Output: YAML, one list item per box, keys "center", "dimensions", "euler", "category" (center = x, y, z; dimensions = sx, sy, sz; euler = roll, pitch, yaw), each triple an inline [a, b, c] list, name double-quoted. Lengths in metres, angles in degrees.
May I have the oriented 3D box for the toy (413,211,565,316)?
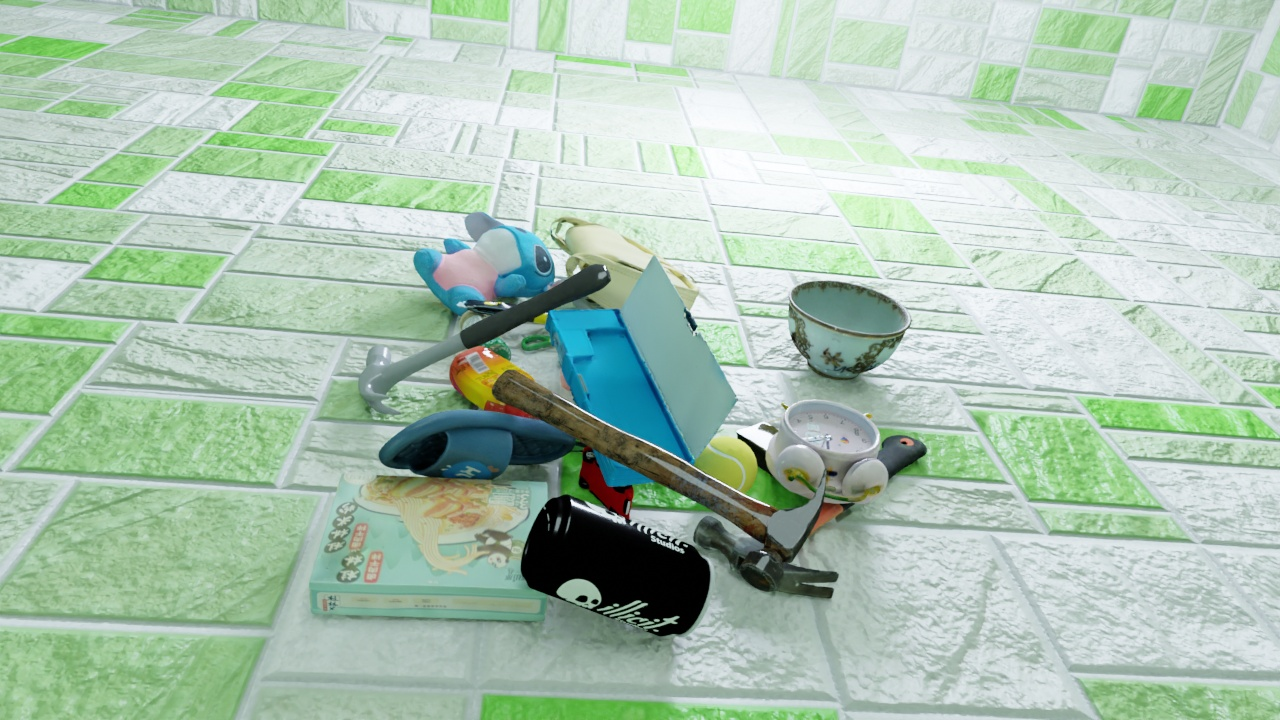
- center: [-0.196, -0.119, 1.259]
  dimensions: [0.224, 0.099, 0.190]
  euler: [38, 45, 27]
  category: "toy"

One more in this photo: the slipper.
- center: [-0.154, 0.091, 0.889]
  dimensions: [0.213, 0.104, 0.059]
  euler: [7, 60, -45]
  category: "slipper"

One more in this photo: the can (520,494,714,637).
- center: [-0.019, 0.171, 0.758]
  dimensions: [0.146, 0.080, 0.080]
  euler: [25, 26, -16]
  category: "can"

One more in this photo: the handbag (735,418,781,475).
- center: [0.189, 0.090, 1.059]
  dimensions: [0.177, 0.027, 0.084]
  euler: [-13, 37, -42]
  category: "handbag"

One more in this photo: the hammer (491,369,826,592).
- center: [0.005, 0.081, 0.832]
  dimensions: [0.330, 0.033, 0.119]
  euler: [26, 55, 24]
  category: "hammer"

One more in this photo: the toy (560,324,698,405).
- center: [-0.006, 0.006, 1.085]
  dimensions: [0.179, 0.101, 0.138]
  euler: [-12, 25, -4]
  category: "toy"

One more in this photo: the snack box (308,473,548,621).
- center: [-0.179, 0.163, 0.811]
  dimensions: [0.193, 0.044, 0.141]
  euler: [4, 31, -8]
  category: "snack box"

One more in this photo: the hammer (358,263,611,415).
- center: [-0.175, -0.030, 1.016]
  dimensions: [0.311, 0.029, 0.124]
  euler: [-24, 34, 7]
  category: "hammer"

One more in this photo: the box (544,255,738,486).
- center: [-0.007, 0.001, 0.946]
  dimensions: [0.114, 0.114, 0.243]
  euler: [-3, 43, -23]
  category: "box"

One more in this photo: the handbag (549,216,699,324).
- center: [-0.025, -0.124, 1.255]
  dimensions: [0.191, 0.089, 0.232]
  euler: [28, 14, -23]
  category: "handbag"

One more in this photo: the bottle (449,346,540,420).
- center: [-0.155, 0.033, 1.042]
  dimensions: [0.134, 0.049, 0.071]
  euler: [30, 36, 34]
  category: "bottle"

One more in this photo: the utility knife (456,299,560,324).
- center: [-0.156, -0.062, 1.189]
  dimensions: [0.173, 0.020, 0.029]
  euler: [6, 22, -28]
  category: "utility knife"

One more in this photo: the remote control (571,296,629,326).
- center: [-0.047, -0.057, 1.253]
  dimensions: [0.050, 0.022, 0.133]
  euler: [-2, 29, -37]
  category: "remote control"

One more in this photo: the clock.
- center: [0.191, 0.099, 0.940]
  dimensions: [0.117, 0.059, 0.157]
  euler: [10, 28, 2]
  category: "clock"

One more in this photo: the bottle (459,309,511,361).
- center: [-0.196, -0.028, 1.146]
  dimensions: [0.042, 0.043, 0.110]
  euler: [-7, 31, -25]
  category: "bottle"

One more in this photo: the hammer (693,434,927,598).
- center: [0.207, 0.144, 0.955]
  dimensions: [0.133, 0.033, 0.332]
  euler: [27, 34, 33]
  category: "hammer"

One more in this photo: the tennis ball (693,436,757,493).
- center: [0.088, 0.111, 0.946]
  dimensions: [0.065, 0.065, 0.065]
  euler: [6, 29, -3]
  category: "tennis ball"

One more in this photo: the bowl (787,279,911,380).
- center: [0.265, -0.031, 1.210]
  dimensions: [0.160, 0.094, 0.159]
  euler: [6, 29, -4]
  category: "bowl"

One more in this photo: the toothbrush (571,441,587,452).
- center: [-0.059, 0.093, 0.996]
  dimensions: [0.188, 0.014, 0.017]
  euler: [4, 22, -7]
  category: "toothbrush"

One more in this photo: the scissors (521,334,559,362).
- center: [-0.089, -0.023, 1.193]
  dimensions: [0.130, 0.012, 0.112]
  euler: [-14, 33, -36]
  category: "scissors"

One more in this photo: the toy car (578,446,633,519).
- center: [-0.034, 0.123, 0.923]
  dimensions: [0.025, 0.038, 0.089]
  euler: [-12, 35, -36]
  category: "toy car"
